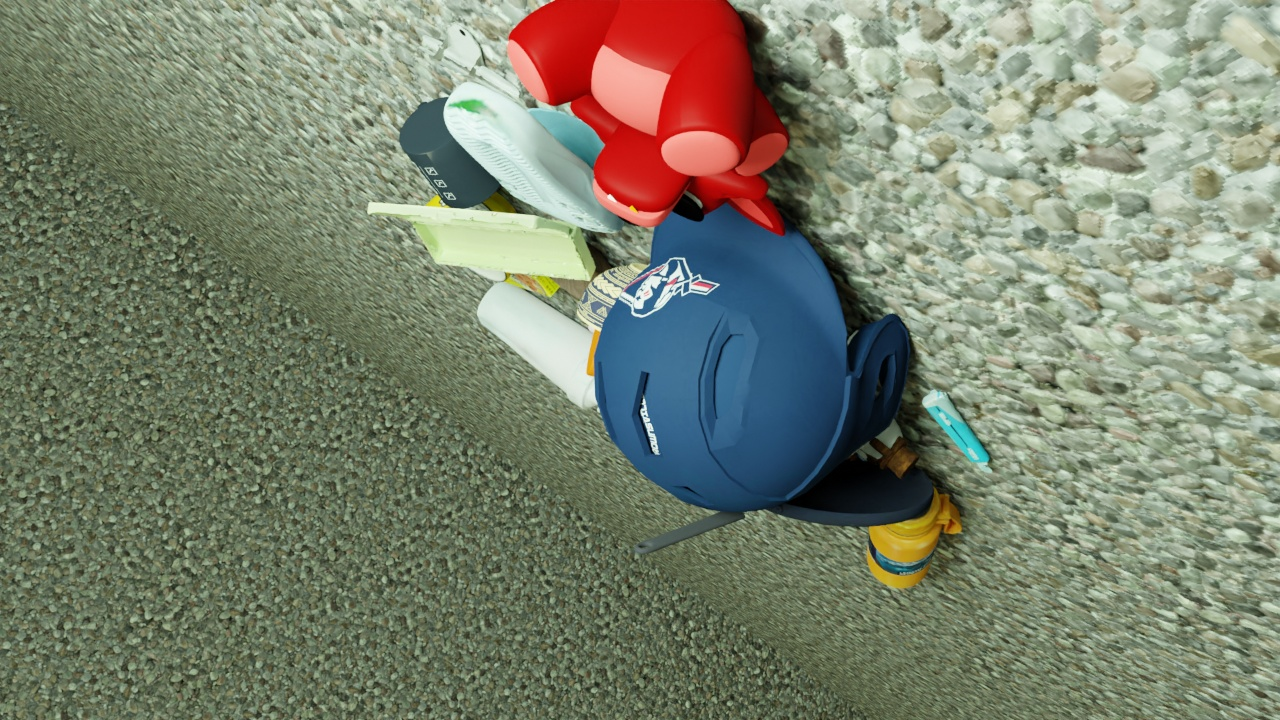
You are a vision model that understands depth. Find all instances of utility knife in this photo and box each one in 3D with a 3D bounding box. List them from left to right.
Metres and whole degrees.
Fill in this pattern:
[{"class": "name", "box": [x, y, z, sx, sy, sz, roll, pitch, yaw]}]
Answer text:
[{"class": "utility knife", "box": [0.284, 0.065, 0.807, 0.022, 0.015, 0.123, -18, 131, 38]}]

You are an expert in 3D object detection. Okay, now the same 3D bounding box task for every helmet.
[{"class": "helmet", "box": [0.067, -0.007, 0.748, 0.233, 0.222, 0.272, 12, 116, 53]}]

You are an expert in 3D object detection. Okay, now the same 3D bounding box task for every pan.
[{"class": "pan", "box": [0.122, 0.126, 0.824, 0.199, 0.021, 0.355, 16, -162, 42]}]

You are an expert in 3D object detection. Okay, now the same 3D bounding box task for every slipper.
[{"class": "slipper", "box": [-0.070, -0.165, 0.733, 0.104, 0.074, 0.245, 26, 179, 19]}]

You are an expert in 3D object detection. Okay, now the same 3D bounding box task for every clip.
[{"class": "clip", "box": [-0.150, -0.245, 0.752, 0.101, 0.040, 0.054, 31, 176, 10]}]

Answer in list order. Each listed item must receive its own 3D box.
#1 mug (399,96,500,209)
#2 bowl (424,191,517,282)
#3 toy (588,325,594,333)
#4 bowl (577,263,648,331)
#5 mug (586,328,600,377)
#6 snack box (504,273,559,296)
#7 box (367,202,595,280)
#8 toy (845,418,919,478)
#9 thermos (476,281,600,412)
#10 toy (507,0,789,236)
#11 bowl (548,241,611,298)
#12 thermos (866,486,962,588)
[{"class": "mug", "box": [-0.184, -0.206, 0.876, 0.105, 0.071, 0.077, 56, 179, 37]}, {"class": "bowl", "box": [-0.176, -0.147, 1.004, 0.117, 0.067, 0.117, 32, 164, 10]}, {"class": "toy", "box": [-0.009, -0.029, 1.057, 0.110, 0.047, 0.063, 34, 174, -31]}, {"class": "bowl", "box": [0.000, -0.060, 0.898, 0.112, 0.061, 0.112, 17, -163, -5]}, {"class": "mug", "box": [-0.006, 0.006, 0.979, 0.096, 0.112, 0.078, 14, 164, -8]}, {"class": "snack box", "box": [-0.159, -0.115, 1.131, 0.148, 0.028, 0.040, 20, 158, 40]}, {"class": "box", "box": [-0.148, -0.124, 0.881, 0.188, 0.047, 0.140, 8, 169, 25]}, {"class": "toy", "box": [0.210, 0.072, 0.883, 0.112, 0.067, 0.087, 42, -177, 24]}, {"class": "thermos", "box": [-0.109, -0.022, 1.209, 0.220, 0.099, 0.099, 36, 165, 16]}, {"class": "toy", "box": [0.017, -0.145, 0.575, 0.158, 0.120, 0.197, 27, 170, 17]}, {"class": "bowl", "box": [-0.068, -0.104, 0.983, 0.118, 0.030, 0.118, 31, 163, 10]}, {"class": "thermos", "box": [0.303, 0.189, 1.033, 0.076, 0.091, 0.233, 62, 178, 30]}]
